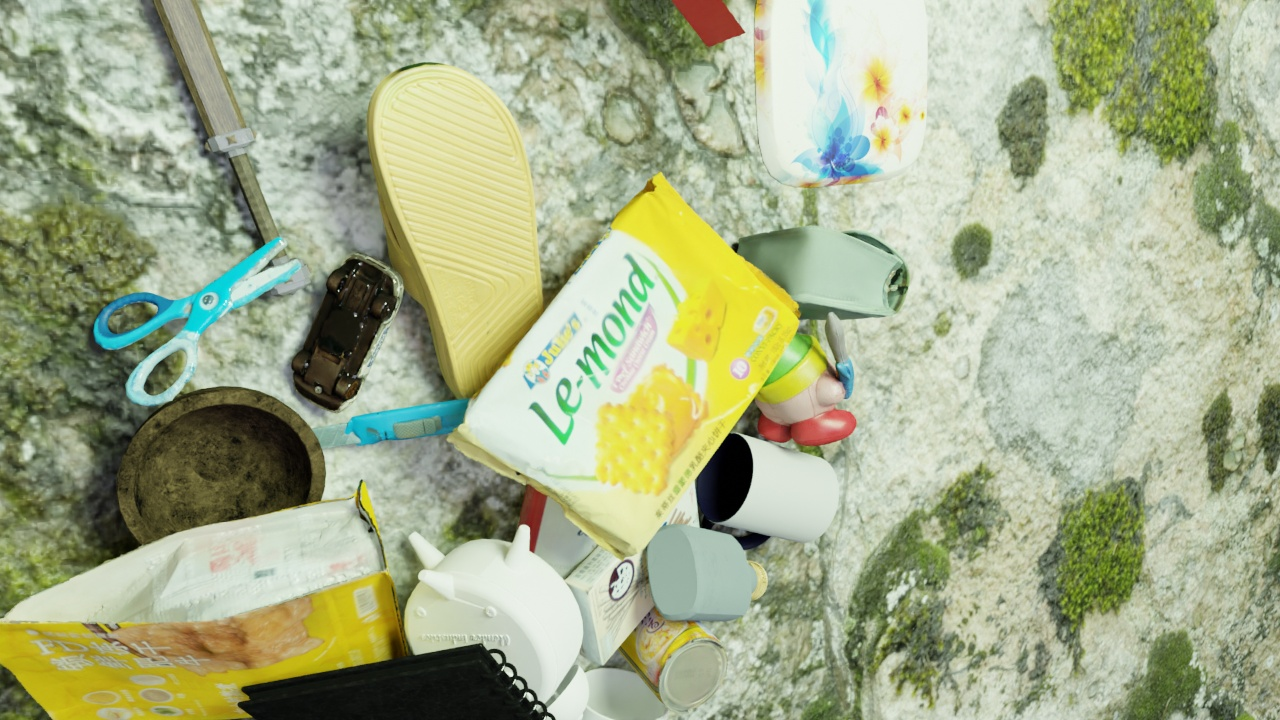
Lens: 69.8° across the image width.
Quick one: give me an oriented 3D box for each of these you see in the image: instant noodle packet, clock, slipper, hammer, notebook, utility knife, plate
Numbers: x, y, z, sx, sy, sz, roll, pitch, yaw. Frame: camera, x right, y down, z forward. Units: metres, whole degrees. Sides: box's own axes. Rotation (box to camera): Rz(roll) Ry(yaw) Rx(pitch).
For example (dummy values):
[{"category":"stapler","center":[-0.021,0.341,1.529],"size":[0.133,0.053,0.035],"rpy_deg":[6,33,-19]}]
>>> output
[{"category":"instant noodle packet","center":[-0.267,0.172,0.581],"size":[0.221,0.084,0.163],"rpy_deg":[-11,142,-17]},{"category":"clock","center":[-0.111,0.203,0.671],"size":[0.072,0.126,0.161],"rpy_deg":[-46,122,-56]},{"category":"slipper","center":[-0.125,-0.082,0.645],"size":[0.099,0.078,0.264],"rpy_deg":[-22,126,-20]},{"category":"hammer","center":[-0.272,-0.191,0.571],"size":[0.146,0.028,0.317],"rpy_deg":[-23,110,-21]},{"category":"notebook","center":[-0.140,0.267,0.640],"size":[0.169,0.019,0.232],"rpy_deg":[-12,136,8]},{"category":"utility knife","center":[-0.163,0.047,0.659],"size":[0.209,0.015,0.031],"rpy_deg":[-8,117,-10]},{"category":"plate","center":[0.183,-0.249,0.802],"size":[0.186,0.016,0.187],"rpy_deg":[-10,104,-26]}]

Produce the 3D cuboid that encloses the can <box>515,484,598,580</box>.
[{"category":"can","center":[-0.057,0.107,0.720],"size":[0.067,0.067,0.170],"rpy_deg":[11,94,-29]}]

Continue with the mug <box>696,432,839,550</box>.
[{"category":"mug","center":[0.102,0.125,0.808],"size":[0.096,0.078,0.112],"rpy_deg":[18,119,-29]}]

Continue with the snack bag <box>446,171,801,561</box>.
[{"category":"snack bag","center":[-0.004,0.004,0.657],"size":[0.159,0.068,0.247],"rpy_deg":[40,77,-13]}]

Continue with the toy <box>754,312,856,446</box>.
[{"category":"toy","center":[0.119,0.011,0.759],"size":[0.096,0.124,0.131],"rpy_deg":[-23,106,-27]}]

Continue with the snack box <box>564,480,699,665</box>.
[{"category":"snack box","center":[-0.001,0.164,0.740],"size":[0.149,0.026,0.082],"rpy_deg":[-40,133,-43]}]

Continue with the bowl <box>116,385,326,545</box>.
[{"category":"bowl","center":[-0.275,0.071,0.604],"size":[0.121,0.056,0.121],"rpy_deg":[-8,107,-26]}]

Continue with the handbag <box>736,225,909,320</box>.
[{"category":"handbag","center":[0.141,-0.069,0.755],"size":[0.106,0.122,0.067],"rpy_deg":[11,86,-26]}]

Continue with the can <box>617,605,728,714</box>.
[{"category":"can","center":[0.020,0.235,0.762],"size":[0.067,0.105,0.068],"rpy_deg":[-8,107,-26]}]

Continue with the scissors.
[{"category":"scissors","center":[-0.281,-0.041,0.580],"size":[0.141,0.090,0.014],"rpy_deg":[-46,161,-11]}]

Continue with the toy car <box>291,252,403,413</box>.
[{"category":"toy car","center":[-0.201,-0.018,0.632],"size":[0.048,0.040,0.113],"rpy_deg":[30,102,5]}]

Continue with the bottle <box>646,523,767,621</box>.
[{"category":"bottle","center":[0.062,0.179,0.760],"size":[0.161,0.046,0.072],"rpy_deg":[28,50,-58]}]

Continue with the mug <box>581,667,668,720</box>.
[{"category":"mug","center":[-0.041,0.316,0.773],"size":[0.114,0.081,0.088],"rpy_deg":[13,101,2]}]
